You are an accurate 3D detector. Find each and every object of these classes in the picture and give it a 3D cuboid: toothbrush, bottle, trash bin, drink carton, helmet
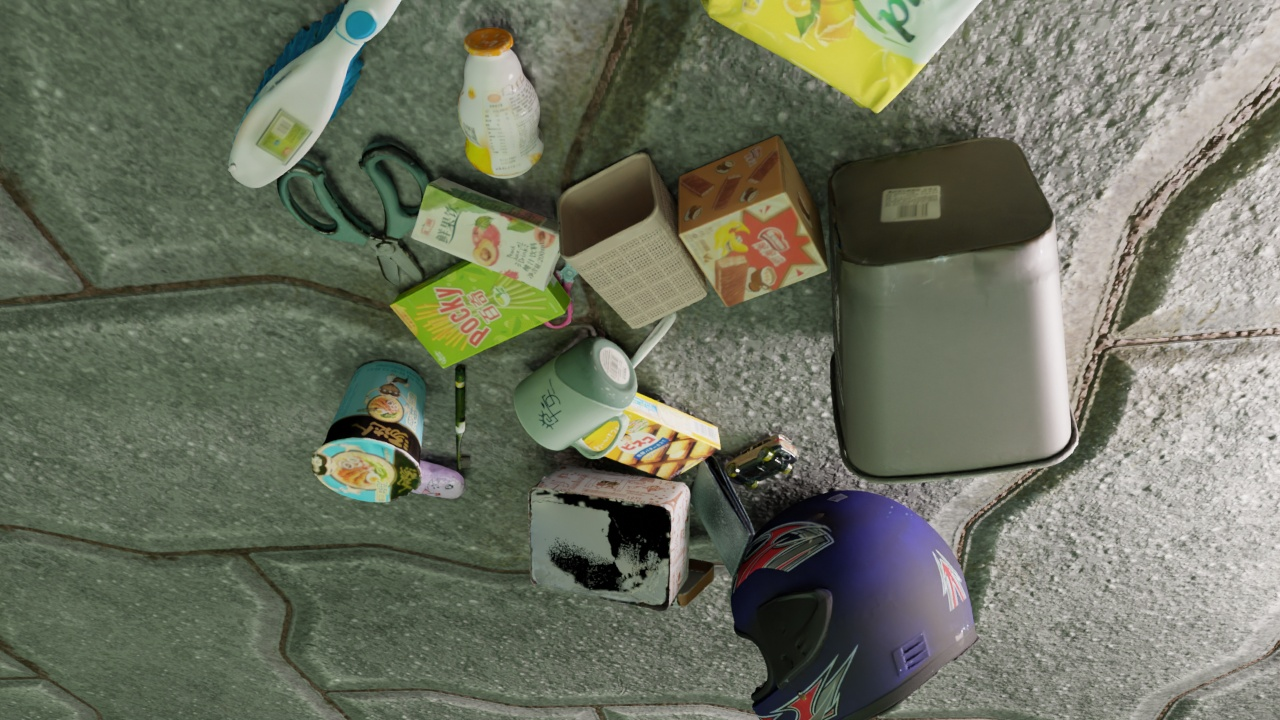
[{"bbox_3d":[-0.006,0.006,0.951,0.016,0.016,0.181,14,138,-24],"label":"toothbrush"},{"bbox_3d":[-0.108,-0.195,0.696,0.063,0.063,0.109,1,139,2],"label":"bottle"},{"bbox_3d":[-0.200,0.069,1.036,0.017,0.012,0.186,3,139,-8],"label":"toothbrush"},{"bbox_3d":[0.245,-0.043,0.761,0.199,0.198,0.220,-9,131,13],"label":"trash bin"},{"bbox_3d":[-0.127,-0.110,0.785,0.122,0.045,0.054,21,112,-2],"label":"drink carton"},{"bbox_3d":[0.223,0.291,1.085,0.246,0.240,0.316,-10,149,-49],"label":"helmet"}]

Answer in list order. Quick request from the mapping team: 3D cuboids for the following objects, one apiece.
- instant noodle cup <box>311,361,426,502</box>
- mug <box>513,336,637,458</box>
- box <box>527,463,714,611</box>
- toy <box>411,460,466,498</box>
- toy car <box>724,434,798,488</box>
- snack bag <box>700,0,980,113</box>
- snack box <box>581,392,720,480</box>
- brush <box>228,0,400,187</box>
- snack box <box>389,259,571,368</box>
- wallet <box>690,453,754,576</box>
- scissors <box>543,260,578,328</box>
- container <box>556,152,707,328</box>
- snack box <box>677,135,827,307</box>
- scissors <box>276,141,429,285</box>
[{"bbox_3d":[-0.274,0.068,0.958,0.111,0.120,0.111,1,139,0],"label":"instant noodle cup"},{"bbox_3d":[-0.056,0.043,0.931,0.107,0.082,0.111,-33,89,29],"label":"mug"},{"bbox_3d":[-0.017,0.202,1.102,0.181,0.158,0.217,5,-175,21],"label":"box"},{"bbox_3d":[-0.259,0.138,1.094,0.108,0.038,0.084,19,152,-17],"label":"toy"},{"bbox_3d":[0.136,0.117,1.052,0.042,0.035,0.091,34,130,-28],"label":"toy car"},{"bbox_3d":[0.158,-0.285,0.577,0.158,0.068,0.247,22,135,-20],"label":"snack bag"},{"bbox_3d":[0.009,0.084,1.014,0.140,0.033,0.087,26,134,-31],"label":"snack box"},{"bbox_3d":[-0.210,-0.219,0.641,0.060,0.109,0.315,34,130,-27],"label":"brush"},{"bbox_3d":[-0.153,-0.054,0.871,0.157,0.026,0.086,-22,118,26],"label":"snack box"},{"bbox_3d":[0.093,0.179,1.068,0.019,0.120,0.097,-13,142,-19],"label":"wallet"},{"bbox_3d":[-0.075,-0.085,0.857,0.072,0.017,0.137,28,129,-12],"label":"scissors"},{"bbox_3d":[-0.002,-0.097,0.779,0.090,0.090,0.111,-25,135,18],"label":"container"},{"bbox_3d":[0.093,-0.114,0.764,0.094,0.076,0.093,-19,134,22],"label":"snack box"},{"bbox_3d":[-0.223,-0.127,0.811,0.162,0.019,0.179,-20,139,18],"label":"scissors"}]
